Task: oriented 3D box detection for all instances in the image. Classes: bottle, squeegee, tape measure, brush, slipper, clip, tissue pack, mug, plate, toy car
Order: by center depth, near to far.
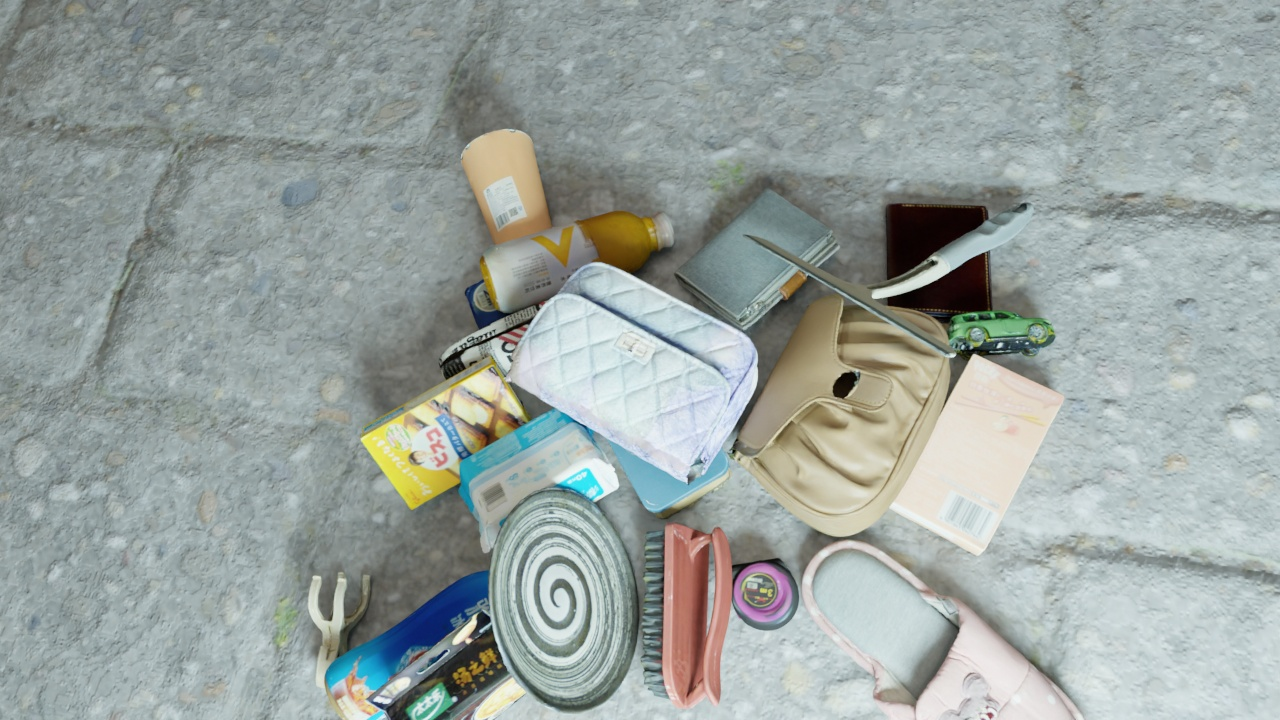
[{"bbox_3d":[0.240,0.247,0.716,0.114,0.054,0.274,-43,67,-8],"label":"slipper"},{"bbox_3d":[-0.064,0.193,0.746,0.024,0.179,0.179,-19,63,35],"label":"plate"},{"bbox_3d":[0.040,0.211,0.761,0.069,0.063,0.145,-10,66,32],"label":"brush"},{"bbox_3d":[0.105,0.198,0.772,0.057,0.039,0.057,-13,62,6],"label":"tape measure"},{"bbox_3d":[-0.165,0.232,0.795,0.218,0.065,0.065,-34,66,-3],"label":"bottle"},{"bbox_3d":[0.319,-0.023,0.816,0.091,0.043,0.036,1,68,11],"label":"toy car"},{"bbox_3d":[-0.277,0.233,0.817,0.035,0.092,0.103,4,58,12],"label":"clip"},{"bbox_3d":[0.263,-0.090,0.821,0.246,0.039,0.246,-24,39,-24],"label":"squeegee"},{"bbox_3d":[-0.093,0.107,0.824,0.140,0.063,0.090,-31,42,-5],"label":"tissue pack"},{"bbox_3d":[-0.059,-0.102,0.899,0.189,0.068,0.068,-19,65,-12],"label":"bottle"},{"bbox_3d":[-0.147,-0.057,0.930,0.054,0.025,0.058,-24,70,-1],"label":"tape measure"},{"bbox_3d":[-0.132,-0.166,0.946,0.078,0.078,0.122,-20,70,2],"label":"mug"}]

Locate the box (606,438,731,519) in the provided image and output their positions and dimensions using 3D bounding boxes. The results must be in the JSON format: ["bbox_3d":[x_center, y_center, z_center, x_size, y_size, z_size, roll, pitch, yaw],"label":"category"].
[{"bbox_3d":[0.011,0.060,0.835,0.090,0.060,0.184,-32,64,-2],"label":"box"}]

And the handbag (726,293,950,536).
[{"bbox_3d":[0.174,0.038,0.786,0.148,0.100,0.204,21,71,27],"label":"handbag"}]

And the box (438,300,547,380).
[{"bbox_3d":[-0.114,-0.013,0.885,0.164,0.071,0.057,-23,45,4],"label":"box"}]

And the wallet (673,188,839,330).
[{"bbox_3d":[0.114,-0.096,0.889,0.129,0.037,0.106,-42,57,-9],"label":"wallet"}]

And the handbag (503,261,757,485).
[{"bbox_3d":[-0.005,0.005,0.787,0.194,0.075,0.134,27,76,20],"label":"handbag"}]

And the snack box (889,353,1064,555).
[{"bbox_3d":[0.289,0.079,0.789,0.084,0.026,0.157,29,76,20],"label":"snack box"}]

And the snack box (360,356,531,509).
[{"bbox_3d":[-0.177,0.067,0.856,0.140,0.087,0.033,-28,22,0],"label":"snack box"}]

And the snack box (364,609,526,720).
[{"bbox_3d":[-0.141,0.263,0.745,0.113,0.126,0.053,-37,68,-6],"label":"snack box"}]

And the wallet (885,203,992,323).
[{"bbox_3d":[0.281,-0.094,0.865,0.096,0.020,0.122,3,68,7],"label":"wallet"}]
